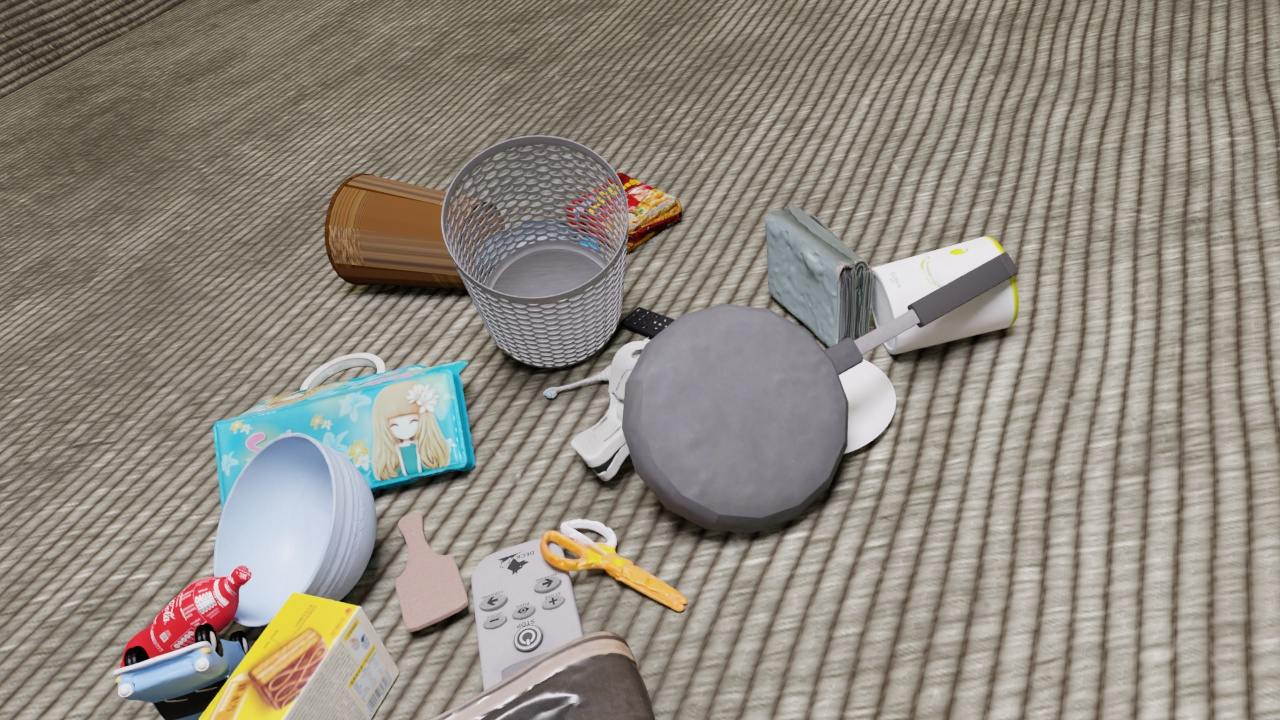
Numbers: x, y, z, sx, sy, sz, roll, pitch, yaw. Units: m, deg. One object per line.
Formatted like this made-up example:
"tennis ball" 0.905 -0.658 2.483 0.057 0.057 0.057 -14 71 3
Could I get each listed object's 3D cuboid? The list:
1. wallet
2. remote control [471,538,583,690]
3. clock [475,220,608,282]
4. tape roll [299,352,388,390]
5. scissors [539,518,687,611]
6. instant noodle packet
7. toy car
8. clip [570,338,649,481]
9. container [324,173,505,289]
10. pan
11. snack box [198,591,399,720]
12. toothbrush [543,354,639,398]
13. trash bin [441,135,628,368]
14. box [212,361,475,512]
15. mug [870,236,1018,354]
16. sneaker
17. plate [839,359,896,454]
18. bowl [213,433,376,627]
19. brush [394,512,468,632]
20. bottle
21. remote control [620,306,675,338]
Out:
"wallet" 0.166 -0.077 0.852 0.054 0.100 0.131 -18 39 -10
"remote control" -0.082 0.192 0.666 0.074 0.019 0.151 -18 38 -3
"clock" -0.104 -0.099 1.006 0.162 0.060 0.116 10 43 27
"tape roll" -0.309 0.026 0.956 0.093 0.013 0.092 -10 38 7
"scissors" -0.015 0.155 0.692 0.129 0.013 0.065 22 29 26
"instant noodle packet" -0.021 -0.176 1.090 0.098 0.040 0.135 -39 44 -17
"toy car" -0.302 0.217 0.626 0.056 0.154 0.054 -16 74 -14
"clip" 0.003 0.030 0.775 0.151 0.104 0.126 -23 19 -14
"container" -0.254 -0.142 1.062 0.167 0.132 0.131 10 44 20
"pan" 0.153 -0.001 0.713 0.356 0.041 0.178 -28 84 -13
"snack box" -0.227 0.227 0.621 0.061 0.084 0.105 5 42 22
"toothbrush" -0.005 0.005 0.868 0.186 0.022 0.024 -16 27 8
"trash bin" -0.089 -0.089 0.852 0.156 0.183 0.156 0 68 0
"box" -0.271 0.052 0.851 0.227 0.084 0.171 -13 45 4
"mug" 0.263 -0.056 0.807 0.106 0.083 0.082 -14 38 2
"sneaker" -0.082 0.267 0.522 0.234 0.095 0.120 -24 42 -17
"plate" 0.149 0.039 0.785 0.134 0.011 0.134 -10 38 7
"bowl" -0.263 0.139 0.731 0.151 0.074 0.150 -15 64 32
"brush" -0.174 0.167 0.738 0.049 0.015 0.135 -23 33 -12
"bottle" -0.338 0.197 0.688 0.142 0.042 0.041 -40 33 19
"remote control" 0.040 -0.025 0.903 0.140 0.009 0.030 22 51 38
